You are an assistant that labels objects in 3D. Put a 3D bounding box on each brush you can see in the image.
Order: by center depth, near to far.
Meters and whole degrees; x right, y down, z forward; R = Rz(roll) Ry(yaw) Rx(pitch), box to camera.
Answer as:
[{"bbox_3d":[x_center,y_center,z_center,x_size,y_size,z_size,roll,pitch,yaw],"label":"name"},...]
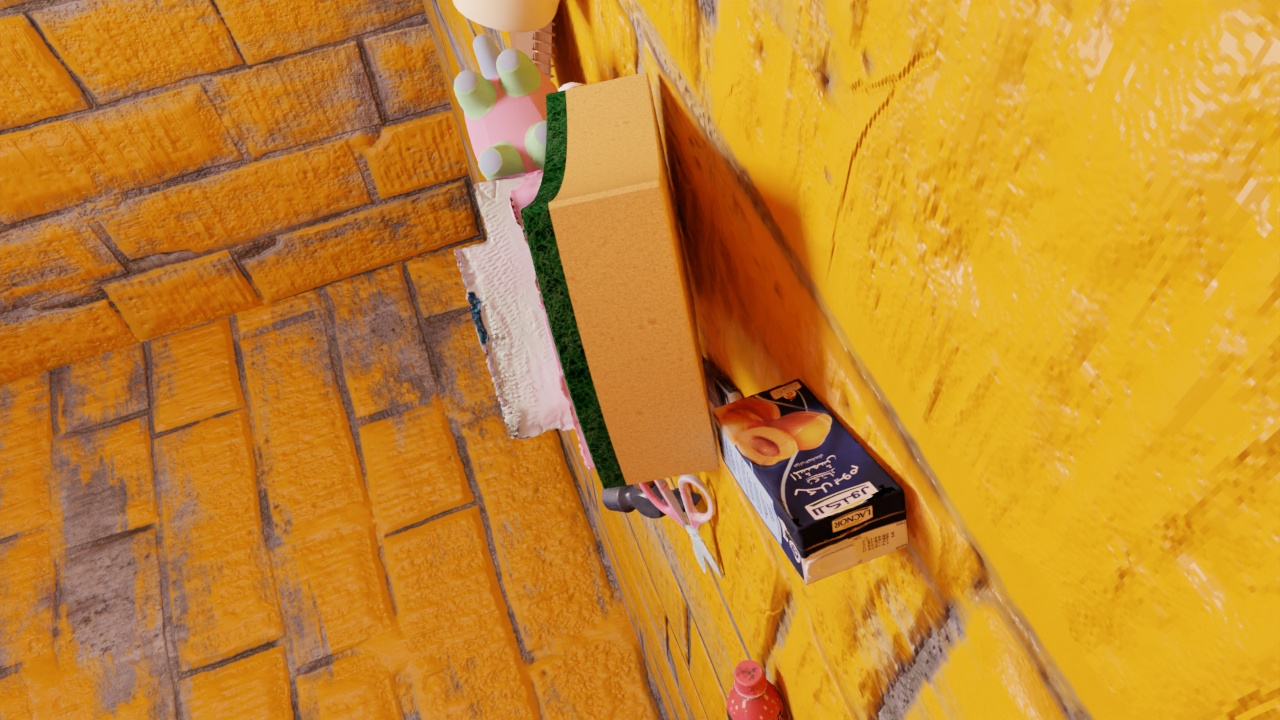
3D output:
[{"bbox_3d":[-0.009,-0.062,0.619,0.249,0.075,0.195,-93,-10,-58],"label":"brush"},{"bbox_3d":[0.076,0.039,0.728,0.151,0.012,0.039,-128,22,-61],"label":"brush"}]

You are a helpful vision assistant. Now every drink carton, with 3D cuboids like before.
[{"bbox_3d":[0.093,0.064,0.520,0.130,0.064,0.040,-122,15,-60],"label":"drink carton"}]

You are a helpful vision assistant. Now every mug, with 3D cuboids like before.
[{"bbox_3d":[-0.109,-0.358,0.782,0.100,0.096,0.120,111,168,-51],"label":"mug"}]

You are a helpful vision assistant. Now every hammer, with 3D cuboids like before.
[{"bbox_3d":[-0.043,0.047,0.994,0.130,0.040,0.322,-1,126,42],"label":"hammer"}]

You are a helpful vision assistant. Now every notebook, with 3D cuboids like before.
[{"bbox_3d":[-0.114,-0.303,0.945,0.169,0.022,0.211,-130,40,-64],"label":"notebook"}]

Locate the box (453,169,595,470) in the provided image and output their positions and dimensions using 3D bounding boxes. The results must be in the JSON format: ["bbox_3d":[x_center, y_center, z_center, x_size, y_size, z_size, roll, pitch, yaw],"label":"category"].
[{"bbox_3d":[-0.087,-0.025,0.719,0.086,0.106,0.230,-85,-16,-68],"label":"box"}]

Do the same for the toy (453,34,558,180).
[{"bbox_3d":[-0.086,-0.167,0.800,0.171,0.120,0.222,45,-159,-73],"label":"toy"}]

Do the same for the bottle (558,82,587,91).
[{"bbox_3d":[-0.050,-0.230,0.837,0.116,0.041,0.041,-130,23,-65],"label":"bottle"}]

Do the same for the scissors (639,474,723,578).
[{"bbox_3d":[0.066,0.183,0.995,0.105,0.016,0.179,-5,124,45],"label":"scissors"}]

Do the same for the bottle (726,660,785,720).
[{"bbox_3d":[0.119,0.366,0.952,0.062,0.062,0.138,-122,15,-55],"label":"bottle"}]
